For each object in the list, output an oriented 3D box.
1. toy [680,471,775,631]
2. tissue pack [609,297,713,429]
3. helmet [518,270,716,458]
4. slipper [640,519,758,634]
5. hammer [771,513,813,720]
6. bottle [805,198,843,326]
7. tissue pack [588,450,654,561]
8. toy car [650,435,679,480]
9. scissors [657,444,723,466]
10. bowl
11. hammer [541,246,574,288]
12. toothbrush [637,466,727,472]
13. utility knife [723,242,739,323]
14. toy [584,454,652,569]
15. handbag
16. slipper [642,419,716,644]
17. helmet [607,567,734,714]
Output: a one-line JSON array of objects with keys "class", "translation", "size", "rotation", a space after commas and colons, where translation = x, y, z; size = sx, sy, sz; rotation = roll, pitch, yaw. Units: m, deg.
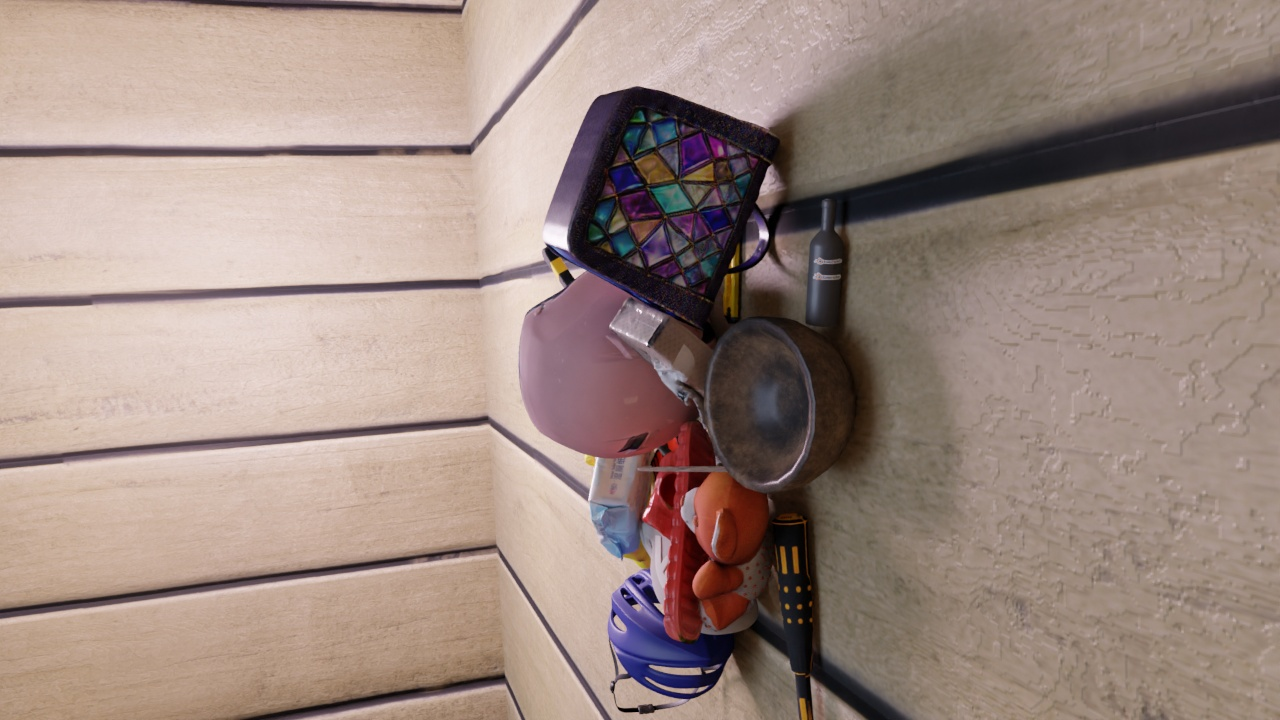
[{"class": "toy", "translation": [0.091, 0.179, 0.956], "size": [0.173, 0.093, 0.163], "rotation": [80, -156, -46]}, {"class": "tissue pack", "translation": [0.052, 0.015, 0.956], "size": [0.071, 0.181, 0.104], "rotation": [-51, 34, -6]}, {"class": "helmet", "translation": [-0.006, 0.006, 1.073], "size": [0.153, 0.254, 0.230], "rotation": [24, 121, 53]}, {"class": "slipper", "translation": [0.063, 0.222, 1.109], "size": [0.265, 0.113, 0.081], "rotation": [-121, 29, -67]}, {"class": "hammer", "translation": [0.164, 0.314, 0.925], "size": [0.123, 0.036, 0.320], "rotation": [-178, 83, -77]}, {"class": "bottle", "translation": [0.167, -0.089, 0.826], "size": [0.030, 0.030, 0.113], "rotation": [-140, 49, -66]}, {"class": "tissue pack", "translation": [-0.027, 0.166, 1.243], "size": [0.112, 0.070, 0.181], "rotation": [82, -164, -49]}, {"class": "toy car", "translation": [0.046, 0.130, 1.223], "size": [0.100, 0.048, 0.051], "rotation": [109, 151, -51]}, {"class": "scissors", "translation": [0.091, 0.124, 1.096], "size": [0.228, 0.016, 0.134], "rotation": [-16, 95, 59]}, {"class": "bowl", "translation": [0.133, 0.039, 0.852], "size": [0.162, 0.070, 0.162], "rotation": [8, 99, 58]}, {"class": "hammer", "translation": [-0.053, -0.036, 1.318], "size": [0.324, 0.034, 0.170], "rotation": [56, 169, 16]}, {"class": "toothbrush", "translation": [0.081, 0.102, 0.892], "size": [0.010, 0.181, 0.010], "rotation": [115, 150, -45]}, {"class": "utility knife", "translation": [0.104, -0.148, 1.039], "size": [0.030, 0.019, 0.219], "rotation": [22, 112, 61]}, {"class": "toy", "translation": [-0.008, 0.210, 1.355], "size": [0.134, 0.088, 0.193], "rotation": [41, -152, -47]}, {"class": "handbag", "translation": [0.033, -0.152, 0.930], "size": [0.205, 0.222, 0.125], "rotation": [-68, 22, 4]}, {"class": "slipper", "translation": [0.039, 0.182, 1.009], "size": [0.103, 0.059, 0.248], "rotation": [47, -136, -55]}, {"class": "helmet", "translation": [0.034, 0.372, 1.149], "size": [0.241, 0.147, 0.228], "rotation": [-142, 55, -67]}]
